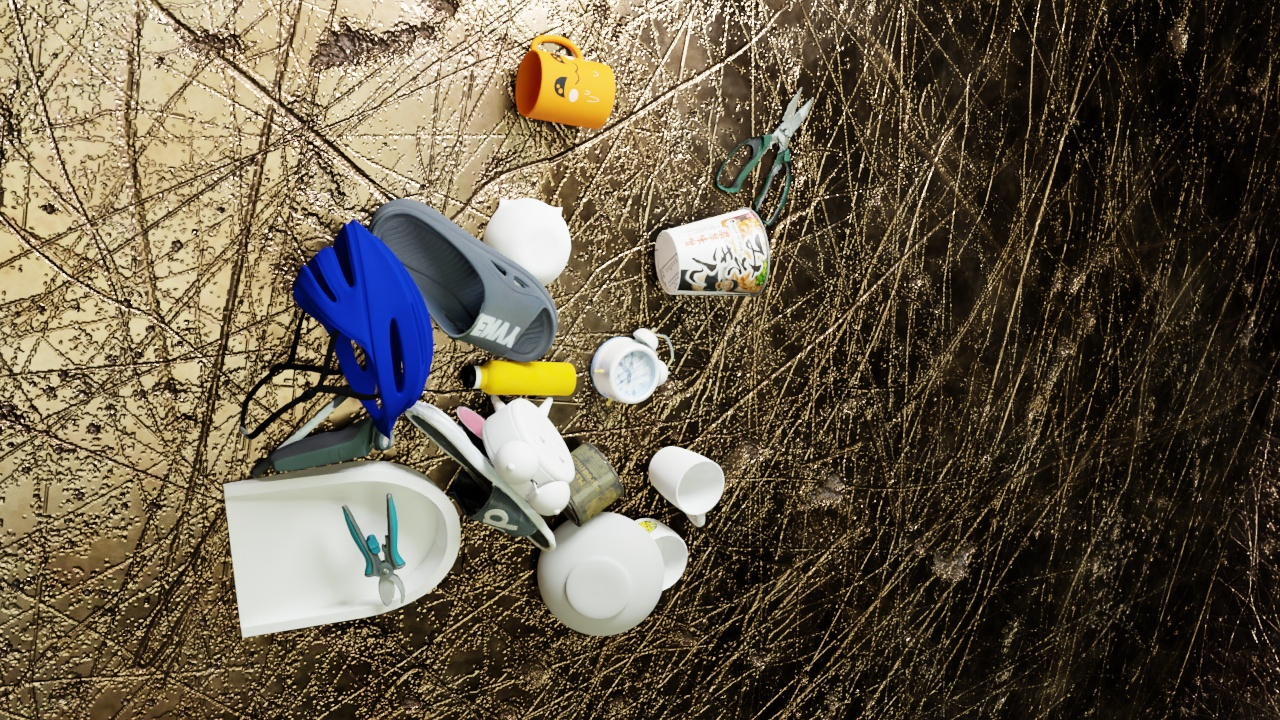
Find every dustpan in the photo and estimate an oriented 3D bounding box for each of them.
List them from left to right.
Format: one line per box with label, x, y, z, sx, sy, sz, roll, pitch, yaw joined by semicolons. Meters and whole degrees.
dustpan;-0.350;0.223;1.106;0.257;0.053;0.192;-8;107;-29

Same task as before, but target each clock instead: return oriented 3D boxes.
clock;-0.132;0.109;1.140;0.073;0.160;0.125;-34;121;9
clock;-0.007;0.007;1.256;0.125;0.052;0.089;-32;116;-24

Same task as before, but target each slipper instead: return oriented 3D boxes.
slipper;-0.201;-0.081;1.076;0.111;0.083;0.268;-41;120;17
slipper;-0.207;0.158;1.143;0.063;0.111;0.264;-46;119;-23

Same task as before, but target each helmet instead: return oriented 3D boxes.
helmet;-0.337;-0.015;0.990;0.227;0.148;0.242;-25;115;-28

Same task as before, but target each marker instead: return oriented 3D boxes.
marker;-0.392;0.082;1.069;0.152;0.011;0.011;-44;121;-14

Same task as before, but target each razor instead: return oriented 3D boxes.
razor;-0.358;0.100;1.071;0.142;0.052;0.047;-14;119;-24

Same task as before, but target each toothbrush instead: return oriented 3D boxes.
toothbrush;-0.190;0.103;1.192;0.021;0.016;0.135;-51;122;-12

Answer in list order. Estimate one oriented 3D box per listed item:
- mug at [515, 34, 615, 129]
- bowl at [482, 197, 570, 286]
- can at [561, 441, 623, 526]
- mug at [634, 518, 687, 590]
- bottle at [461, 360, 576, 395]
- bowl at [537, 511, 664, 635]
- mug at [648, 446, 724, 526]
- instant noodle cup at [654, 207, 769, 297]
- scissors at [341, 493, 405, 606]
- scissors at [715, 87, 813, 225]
mug;-0.093;-0.340;1.103;0.095;0.078;0.112;1;71;-31
bowl;-0.133;-0.141;1.138;0.114;0.051;0.115;-8;107;-29
can;-0.079;0.166;1.231;0.074;0.090;0.090;-34;118;-19
mug;0.005;0.285;1.326;0.115;0.068;0.094;-26;115;-23
bottle;-0.156;0.022;1.174;0.143;0.043;0.043;2;102;-31
bowl;-0.056;0.299;1.248;0.176;0.066;0.176;0;100;2
mug;0.065;0.184;1.323;0.080;0.088;0.114;-22;113;-25
instant noodle cup;0.091;-0.139;1.242;0.121;0.123;0.124;-9;108;-19
scissors;-0.313;0.223;1.099;0.154;0.019;0.126;37;92;-25
scissors;0.204;-0.290;1.321;0.209;0.015;0.137;-49;118;-9
